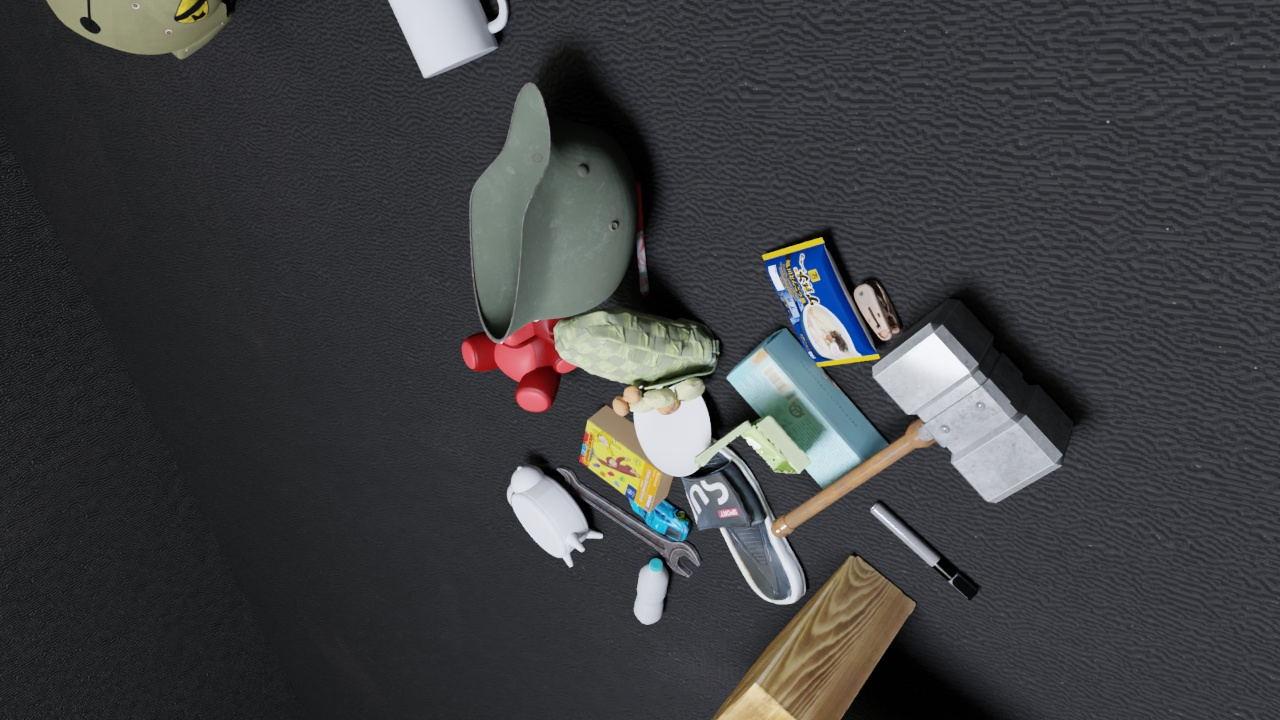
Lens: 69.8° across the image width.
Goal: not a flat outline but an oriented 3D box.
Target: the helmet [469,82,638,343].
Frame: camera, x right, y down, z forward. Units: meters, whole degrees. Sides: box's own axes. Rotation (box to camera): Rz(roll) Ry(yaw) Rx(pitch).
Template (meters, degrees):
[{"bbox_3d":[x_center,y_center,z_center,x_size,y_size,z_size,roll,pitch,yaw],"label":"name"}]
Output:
[{"bbox_3d":[-0.083,-0.156,0.986,0.227,0.153,0.268,-143,54,-62],"label":"helmet"}]

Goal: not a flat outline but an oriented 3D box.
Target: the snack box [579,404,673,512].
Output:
[{"bbox_3d":[-0.017,0.134,1.247,0.126,0.040,0.088,34,138,20],"label":"snack box"}]

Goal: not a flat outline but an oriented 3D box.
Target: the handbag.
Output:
[{"bbox_3d":[-0.006,0.006,1.043,0.113,0.186,0.116,-26,59,51],"label":"handbag"}]

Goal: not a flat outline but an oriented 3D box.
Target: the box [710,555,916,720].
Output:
[{"bbox_3d":[0.249,0.478,1.056,0.336,0.285,0.280,42,140,15],"label":"box"}]

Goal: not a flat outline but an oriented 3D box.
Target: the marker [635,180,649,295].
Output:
[{"bbox_3d":[0.000,-0.137,1.048,0.013,0.012,0.142,20,131,33],"label":"marker"}]

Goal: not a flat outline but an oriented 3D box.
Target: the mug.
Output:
[{"bbox_3d":[-0.203,-0.378,1.010,0.121,0.091,0.090,-18,108,15],"label":"mug"}]

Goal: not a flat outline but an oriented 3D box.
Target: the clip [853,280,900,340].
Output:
[{"bbox_3d":[0.232,-0.050,0.888,0.026,0.049,0.061,-34,53,52],"label":"clip"}]

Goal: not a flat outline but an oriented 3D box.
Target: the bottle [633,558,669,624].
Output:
[{"bbox_3d":[0.017,0.340,1.365,0.044,0.044,0.136,31,139,23],"label":"bottle"}]

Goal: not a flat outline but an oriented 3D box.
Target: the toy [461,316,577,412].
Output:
[{"bbox_3d":[-0.145,-0.049,1.181,0.158,0.120,0.198,35,130,23],"label":"toy"}]

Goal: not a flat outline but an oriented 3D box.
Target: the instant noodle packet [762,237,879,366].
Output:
[{"bbox_3d":[0.181,-0.055,0.924,0.087,0.026,0.134,-10,112,57],"label":"instant noodle packet"}]

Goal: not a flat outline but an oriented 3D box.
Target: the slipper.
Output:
[{"bbox_3d":[0.115,0.206,1.160,0.111,0.062,0.264,-18,107,50],"label":"slipper"}]

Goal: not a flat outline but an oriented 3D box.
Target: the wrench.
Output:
[{"bbox_3d":[-0.025,0.234,1.354,0.273,0.010,0.070,29,136,25],"label":"wrench"}]

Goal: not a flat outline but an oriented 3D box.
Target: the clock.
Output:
[{"bbox_3d":[-0.136,0.233,1.416,0.161,0.072,0.126,47,153,10],"label":"clock"}]

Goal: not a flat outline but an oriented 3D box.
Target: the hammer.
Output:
[{"bbox_3d":[0.234,0.100,0.901,0.162,0.082,0.319,48,129,4],"label":"hammer"}]

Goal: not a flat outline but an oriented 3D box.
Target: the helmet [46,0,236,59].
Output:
[{"bbox_3d":[-0.616,-0.503,1.153,0.250,0.254,0.234,47,137,8],"label":"helmet"}]

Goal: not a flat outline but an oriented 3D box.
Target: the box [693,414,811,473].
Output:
[{"bbox_3d":[0.119,0.108,0.998,0.082,0.098,0.188,49,179,6],"label":"box"}]

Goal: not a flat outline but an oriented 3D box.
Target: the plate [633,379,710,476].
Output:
[{"bbox_3d":[0.042,0.078,1.147,0.135,0.011,0.134,13,107,45],"label":"plate"}]

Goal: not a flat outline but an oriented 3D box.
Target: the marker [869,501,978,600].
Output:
[{"bbox_3d":[0.310,0.208,1.009,0.140,0.016,0.016,42,140,11],"label":"marker"}]

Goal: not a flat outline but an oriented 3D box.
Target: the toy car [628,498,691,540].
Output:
[{"bbox_3d":[0.022,0.213,1.277,0.105,0.032,0.048,36,139,20],"label":"toy car"}]

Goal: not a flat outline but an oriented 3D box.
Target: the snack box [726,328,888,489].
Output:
[{"bbox_3d":[0.179,0.054,0.991,0.174,0.053,0.075,50,141,5],"label":"snack box"}]
